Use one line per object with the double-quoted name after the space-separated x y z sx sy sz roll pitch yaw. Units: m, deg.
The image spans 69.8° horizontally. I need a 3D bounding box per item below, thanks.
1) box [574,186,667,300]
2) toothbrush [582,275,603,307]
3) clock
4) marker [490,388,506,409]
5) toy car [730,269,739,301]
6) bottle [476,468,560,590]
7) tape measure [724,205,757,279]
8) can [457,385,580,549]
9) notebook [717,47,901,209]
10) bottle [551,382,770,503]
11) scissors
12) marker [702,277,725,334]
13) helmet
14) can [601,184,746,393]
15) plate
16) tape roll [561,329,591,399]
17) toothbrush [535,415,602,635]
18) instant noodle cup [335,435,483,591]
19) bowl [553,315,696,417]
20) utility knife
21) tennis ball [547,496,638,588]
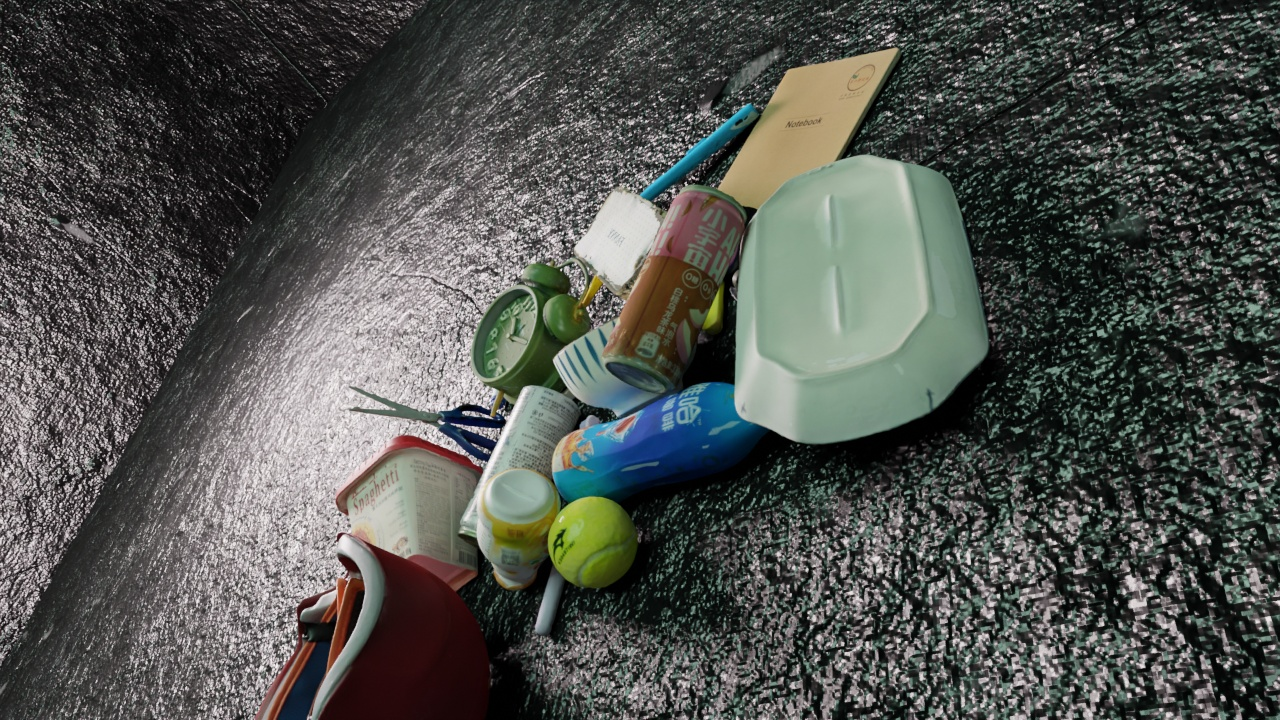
-0.003 -0.103 0.854 0.090 0.061 0.184 -55 24 9 "box"
-0.040 -0.090 0.949 0.191 0.016 0.018 -61 23 -12 "toothbrush"
-0.100 -0.029 0.876 0.161 0.056 0.116 -50 41 15 "clock"
-0.142 -0.008 1.000 0.017 0.017 0.145 -28 39 36 "marker"
0.114 -0.079 0.713 0.105 0.031 0.049 -50 31 -9 "toy car"
-0.096 0.135 0.715 0.063 0.063 0.109 -92 9 -46 "bottle"
0.082 -0.095 0.755 0.057 0.039 0.057 -22 66 57 "tape measure"
-0.105 0.096 0.806 0.058 0.058 0.146 -7 54 50 "can"
0.131 -0.185 0.820 0.148 0.008 0.207 15 72 58 "notebook"
0.027 0.057 0.662 0.219 0.065 0.065 -23 42 39 "bottle"
-0.193 0.056 0.884 0.012 0.163 0.160 -62 -10 19 "scissors"
0.065 -0.073 0.784 0.018 0.015 0.123 -29 41 41 "marker"
-0.200 0.266 0.689 0.240 0.144 0.206 -57 28 22 "helmet"
0.026 -0.052 0.664 0.058 0.058 0.147 1 62 54 "can"
0.133 -0.059 0.609 0.162 0.034 0.265 -15 41 23 "plate"
-0.076 0.003 0.889 0.086 0.014 0.085 -26 51 36 "tape roll"
-0.058 0.131 0.747 0.021 0.029 0.188 5 56 12 "toothbrush"
-0.207 0.153 0.846 0.116 0.116 0.124 -39 45 22 "instant noodle cup"
-0.004 0.004 0.736 0.117 0.116 0.066 -30 81 33 "bowl"
0.040 -0.192 0.921 0.188 0.018 0.034 -37 10 19 "utility knife"
-0.035 0.132 0.668 0.066 0.065 0.065 -34 36 29 "tennis ball"
